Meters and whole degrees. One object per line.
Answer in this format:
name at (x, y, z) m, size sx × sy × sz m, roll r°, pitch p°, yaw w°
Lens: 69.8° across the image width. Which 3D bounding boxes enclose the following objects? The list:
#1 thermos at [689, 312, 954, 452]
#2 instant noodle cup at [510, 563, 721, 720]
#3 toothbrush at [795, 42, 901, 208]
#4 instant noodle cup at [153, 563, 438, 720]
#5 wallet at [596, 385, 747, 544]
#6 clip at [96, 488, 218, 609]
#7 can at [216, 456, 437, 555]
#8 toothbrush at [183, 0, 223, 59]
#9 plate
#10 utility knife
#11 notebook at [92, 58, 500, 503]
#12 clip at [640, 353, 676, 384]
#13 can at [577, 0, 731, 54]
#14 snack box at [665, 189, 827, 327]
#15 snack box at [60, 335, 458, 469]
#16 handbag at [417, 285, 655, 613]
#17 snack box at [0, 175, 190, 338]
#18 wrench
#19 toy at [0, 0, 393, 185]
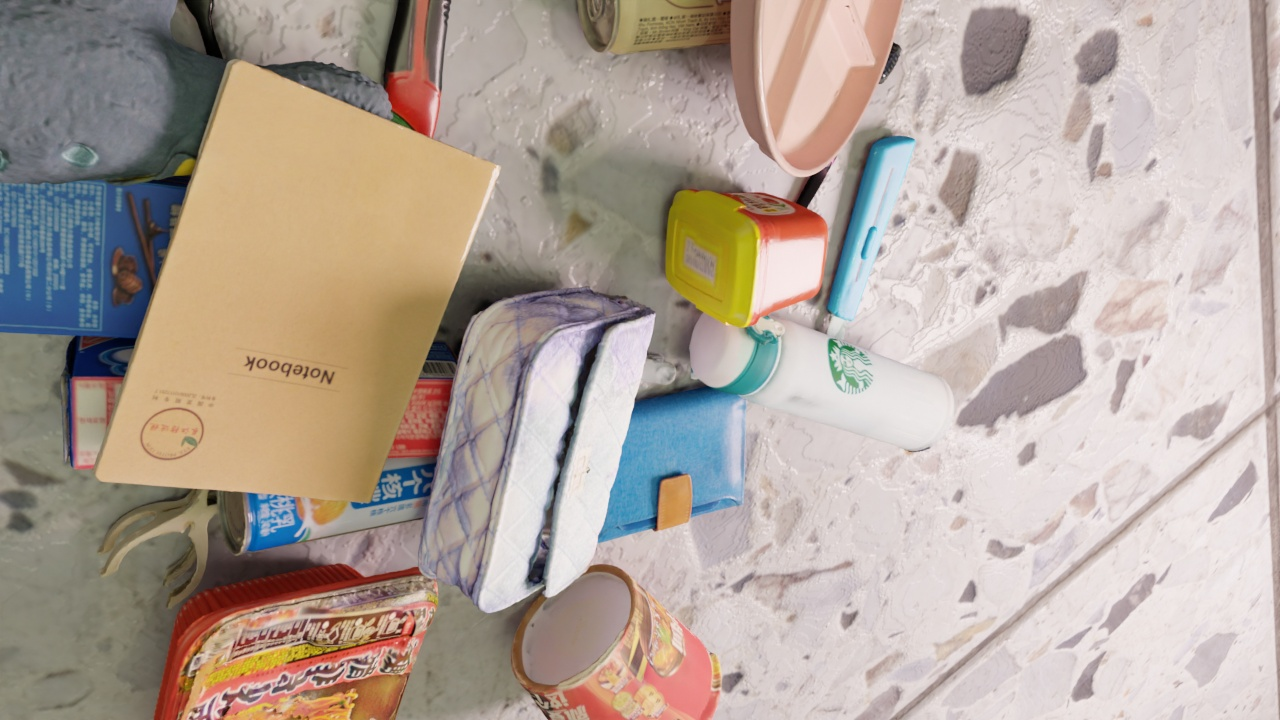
thermos at (0.137, 0.013, 0.683) m, size 0.224 × 0.073 × 0.073 m, roll 17°, pitch 106°, yaw -31°
instant noodle cup at (-0.025, 0.230, 0.688) m, size 0.138 × 0.138 × 0.108 m, roll -39°, pitch 119°, yaw -6°
toothbrush at (0.131, -0.137, 0.646) m, size 0.014 × 0.018 × 0.189 m, roll 15°, pitch 108°, yaw -40°
instant noodle cup at (-0.226, 0.203, 0.575) m, size 0.164 × 0.079 × 0.189 m, roll 0°, pitch 118°, yaw -48°
wallet at (0.018, 0.075, 0.685) m, size 0.133 × 0.040 × 0.106 m, roll -11°, pitch 115°, yaw -22°
clip at (-0.278, 0.092, 0.536) m, size 0.092 × 0.035 × 0.103 m, roll 16°, pitch 102°, yaw -35°
can at (-0.179, 0.078, 0.554) m, size 0.134 × 0.053 × 0.053 m, roll -5°, pitch 118°, yaw -40°
toothbrush at (-0.209, -0.116, 0.479) m, size 0.014 × 0.016 × 0.189 m, roll -10°, pitch 123°, yaw -11°
plate at (0.108, -0.220, 0.520) m, size 0.228 × 0.028 × 0.230 m, roll -42°, pitch 143°, yaw -44°
utility knife at (0.164, -0.072, 0.698) m, size 0.034 × 0.018 × 0.199 m, roll -1°, pitch 117°, yaw -29°
notebook at (-0.167, -0.025, 0.465) m, size 0.147 × 0.008 × 0.208 m, roll 14°, pitch 103°, yaw -44°
clip at (-0.003, 0.004, 0.646) m, size 0.057 × 0.031 × 0.025 m, roll 11°, pitch 107°, yaw -27°
can at (0.027, -0.210, 0.525) m, size 0.116 × 0.058 × 0.059 m, roll -14°, pitch 120°, yaw -22°
snack box at (0.070, -0.070, 0.605) m, size 0.080 × 0.091 × 0.082 m, roll -13°, pitch 120°, yaw -31°
snack box at (-0.207, 0.021, 0.522) m, size 0.207 × 0.057 × 0.058 m, roll 1°, pitch 117°, yaw -29°
handbag at (-0.060, 0.056, 0.571) m, size 0.134 × 0.076 × 0.194 m, roll -19°, pitch 128°, yaw -58°
snack box at (-0.289, -0.055, 0.456) m, size 0.157 × 0.026 × 0.085 m, roll 3°, pitch 114°, yaw -29°
wrench at (-0.116, -0.166, 0.498) m, size 0.056 × 0.016 × 0.274 m, roll -2°, pitch 116°, yaw -27°
toy at (-0.282, -0.149, 0.371) m, size 0.356 × 0.091 × 0.138 m, roll 29°, pitch 97°, yaw -36°
